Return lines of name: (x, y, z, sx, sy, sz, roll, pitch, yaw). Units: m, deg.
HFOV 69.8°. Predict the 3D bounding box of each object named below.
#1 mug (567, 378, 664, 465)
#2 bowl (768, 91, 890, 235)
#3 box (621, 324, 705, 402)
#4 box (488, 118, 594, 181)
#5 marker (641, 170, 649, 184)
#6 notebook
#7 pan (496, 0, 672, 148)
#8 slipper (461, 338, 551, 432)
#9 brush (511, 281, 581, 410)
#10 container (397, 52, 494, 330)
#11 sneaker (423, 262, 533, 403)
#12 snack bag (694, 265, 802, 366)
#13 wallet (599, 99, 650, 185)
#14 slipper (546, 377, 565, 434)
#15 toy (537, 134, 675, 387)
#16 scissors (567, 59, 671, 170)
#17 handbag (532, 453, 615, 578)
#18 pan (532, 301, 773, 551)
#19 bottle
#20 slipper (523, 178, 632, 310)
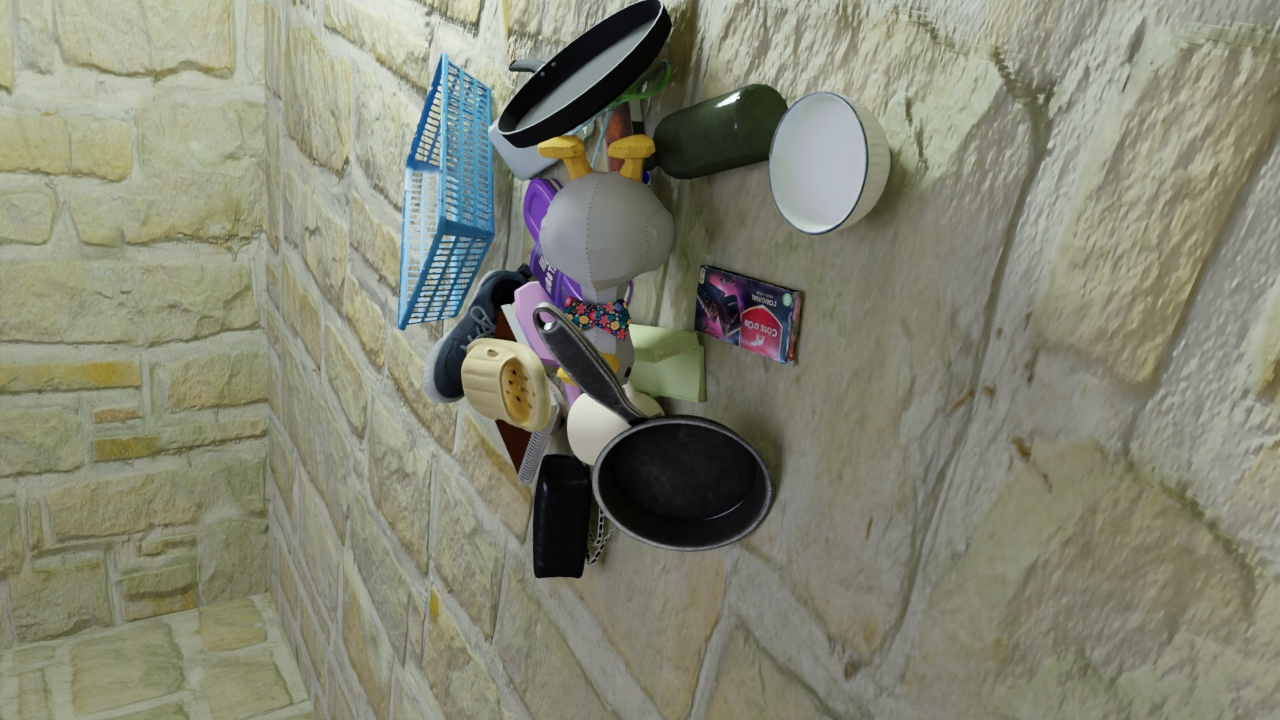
mug: (-0.022, 0.071, 1.096, 0.100, 0.096, 0.120, 3, 105, 46)
bowl: (0.171, -0.168, 0.786, 0.118, 0.062, 0.118, 16, 109, 56)
box: (-0.009, -0.001, 1.082, 0.188, 0.083, 0.091, 5, 95, 56)
box: (-0.144, -0.304, 1.236, 0.216, 0.083, 0.122, -18, 77, 57)
marker: (-0.022, -0.180, 1.099, 0.027, 0.023, 0.133, 48, 148, 10)
notebook: (-0.169, 0.053, 1.257, 0.171, 0.022, 0.210, 62, 151, 25)
pan: (-0.089, -0.332, 1.063, 0.034, 0.225, 0.356, 49, 173, -29)
slipper: (-0.192, 0.032, 1.181, 0.262, 0.079, 0.111, 18, 122, 61)
brush: (-0.109, 0.001, 1.229, 0.043, 0.089, 0.228, -48, 56, 55)
container: (-0.293, -0.249, 1.393, 0.258, 0.089, 0.361, 128, 143, -48)
sneaker: (-0.230, -0.039, 1.344, 0.087, 0.089, 0.235, 4, 63, 57)
snack bag: (0.108, -0.050, 0.948, 0.155, 0.018, 0.075, 24, 115, 51)
wallet: (-0.022, -0.264, 1.106, 0.072, 0.019, 0.123, -12, 86, 57)
slipper: (-0.195, 0.038, 1.391, 0.239, 0.064, 0.094, 36, 124, 47)
toy: (-0.035, -0.105, 0.976, 0.141, 0.246, 0.268, 3, 113, 13)
scissors: (-0.031, -0.310, 1.076, 0.172, 0.024, 0.159, -25, 68, 32)
handbag: (-0.092, 0.209, 1.267, 0.125, 0.114, 0.154, -114, 26, -67)
pan: (0.001, 0.069, 0.915, 0.188, 0.357, 0.055, -22, 30, 22)
bottle: (0.061, -0.225, 0.938, 0.207, 0.071, 0.071, 2, 97, 57)
slipper: (-0.114, -0.145, 1.212, 0.266, 0.083, 0.107, 56, 138, 36)
